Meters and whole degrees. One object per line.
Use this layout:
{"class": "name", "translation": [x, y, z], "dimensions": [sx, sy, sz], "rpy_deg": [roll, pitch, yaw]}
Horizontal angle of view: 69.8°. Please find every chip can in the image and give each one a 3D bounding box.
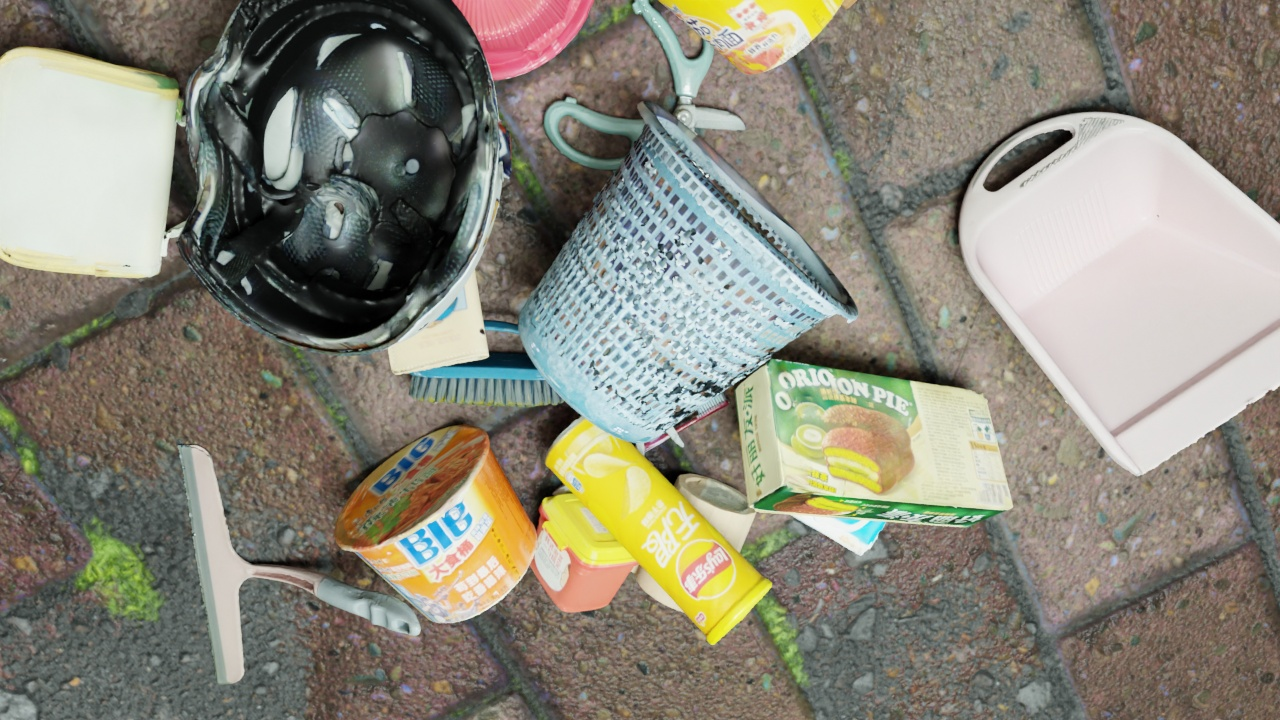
{"class": "chip can", "translation": [0.013, 0.138, 0.782], "dimensions": [0.213, 0.072, 0.072], "rpy_deg": [45, 98, 17]}

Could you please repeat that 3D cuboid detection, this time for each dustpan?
{"class": "dustpan", "translation": [0.398, -0.078, 0.754], "dimensions": [0.222, 0.273, 0.139], "rpy_deg": [-37, 132, 2]}

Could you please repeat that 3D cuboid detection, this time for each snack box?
{"class": "snack box", "translation": [-0.055, 0.175, 0.832], "dimensions": [0.081, 0.091, 0.080], "rpy_deg": [5, 119, -41]}
{"class": "snack box", "translation": [0.202, 0.076, 0.792], "dimensions": [0.239, 0.063, 0.114], "rpy_deg": [8, 62, -24]}

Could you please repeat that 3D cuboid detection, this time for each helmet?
{"class": "helmet", "translation": [-0.203, -0.142, 0.690], "dimensions": [0.230, 0.156, 0.274], "rpy_deg": [11, 95, 4]}

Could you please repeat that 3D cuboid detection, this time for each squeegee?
{"class": "squeegee", "translation": [-0.289, 0.203, 0.813], "dimensions": [0.250, 0.040, 0.248], "rpy_deg": [8, 108, 24]}

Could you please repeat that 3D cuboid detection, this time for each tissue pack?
{"class": "tissue pack", "translation": [0.180, 0.114, 0.857], "dimensions": [0.140, 0.063, 0.090], "rpy_deg": [31, 99, -14]}

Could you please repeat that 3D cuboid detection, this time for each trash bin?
{"class": "trash bin", "translation": [0.019, -0.052, 0.712], "dimensions": [0.226, 0.226, 0.195], "rpy_deg": [41, 108, -16]}

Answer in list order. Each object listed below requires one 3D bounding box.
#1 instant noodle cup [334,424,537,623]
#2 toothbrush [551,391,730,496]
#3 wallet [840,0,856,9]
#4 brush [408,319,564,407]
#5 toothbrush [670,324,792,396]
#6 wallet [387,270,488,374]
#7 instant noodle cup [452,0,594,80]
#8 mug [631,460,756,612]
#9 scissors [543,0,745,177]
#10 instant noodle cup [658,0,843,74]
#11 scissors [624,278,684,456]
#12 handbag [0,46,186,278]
{"class": "instant noodle cup", "translation": [-0.167, 0.145, 0.791], "dimensions": [0.151, 0.151, 0.111], "rpy_deg": [-30, 116, 3]}
{"class": "toothbrush", "translation": [-0.002, 0.079, 0.853], "dimensions": [0.187, 0.016, 0.017], "rpy_deg": [-29, 78, 4]}
{"class": "wallet", "translation": [0.155, -0.371, 0.729], "dimensions": [0.130, 0.035, 0.119], "rpy_deg": [35, 106, -14]}
{"class": "brush", "translation": [-0.130, 0.001, 0.792], "dimensions": [0.144, 0.055, 0.073], "rpy_deg": [1, 105, -3]}
{"class": "toothbrush", "translation": [0.076, 0.004, 0.836], "dimensions": [0.189, 0.021, 0.029], "rpy_deg": [-31, 82, 3]}
{"class": "wallet", "translation": [-0.178, -0.049, 0.767], "dimensions": [0.087, 0.024, 0.115], "rpy_deg": [-11, 79, 0]}
{"class": "instant noodle cup", "translation": [-0.124, -0.314, 0.696], "dimensions": [0.194, 0.066, 0.194], "rpy_deg": [-1, 106, -5]}
{"class": "mug", "translation": [0.034, 0.161, 0.855], "dimensions": [0.125, 0.084, 0.103], "rpy_deg": [24, 102, 14]}
{"class": "scissors", "translation": [-0.004, -0.220, 0.762], "dimensions": [0.180, 0.019, 0.170], "rpy_deg": [-21, 109, -1]}
{"class": "instant noodle cup", "translation": [0.082, -0.294, 0.690], "dimensions": [0.109, 0.138, 0.138], "rpy_deg": [38, 99, -31]}
{"class": "scissors", "translation": [-0.021, 0.007, 0.819], "dimensions": [0.157, 0.012, 0.165], "rpy_deg": [12, 96, -4]}
{"class": "handbag", "translation": [-0.404, -0.149, 0.725], "dimensions": [0.178, 0.063, 0.163], "rpy_deg": [8, 106, -24]}
